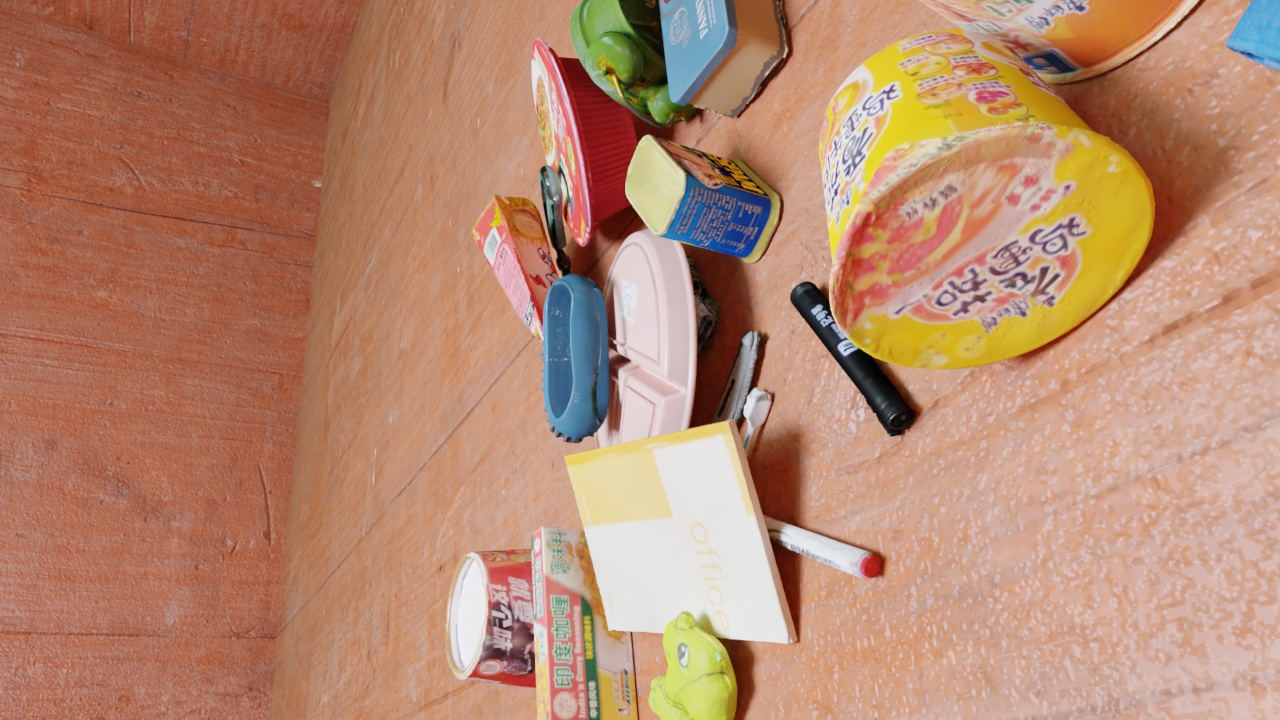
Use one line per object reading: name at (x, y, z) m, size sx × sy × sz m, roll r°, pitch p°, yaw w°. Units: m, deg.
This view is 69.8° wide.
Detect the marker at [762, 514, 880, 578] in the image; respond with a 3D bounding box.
marker at (0.096, 0.112, 0.577) m, size 0.145 × 0.017 × 0.017 m, roll 7°, pitch 87°, yaw 63°

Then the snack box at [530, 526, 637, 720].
snack box at (-0.047, 0.216, 0.748) m, size 0.027 × 0.077 × 0.155 m, roll -43°, pitch 45°, yaw 48°

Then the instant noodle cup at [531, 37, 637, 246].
instant noodle cup at (-0.048, -0.207, 0.855) m, size 0.194 × 0.065 × 0.194 m, roll 164°, pitch 91°, yaw -80°

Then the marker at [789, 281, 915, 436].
marker at (0.127, -0.004, 0.559) m, size 0.132 × 0.020 × 0.022 m, roll -116°, pitch 15°, yaw -47°

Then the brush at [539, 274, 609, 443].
brush at (-0.052, -0.007, 0.752) m, size 0.074 × 0.055 × 0.143 m, roll 125°, pitch 146°, yaw -64°

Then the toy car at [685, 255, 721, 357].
toy car at (0.032, -0.047, 0.740) m, size 0.049 × 0.031 × 0.105 m, roll -62°, pitch 31°, yaw 29°

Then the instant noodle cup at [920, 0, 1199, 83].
instant noodle cup at (0.182, -0.220, 0.427) m, size 0.152 × 0.111 × 0.151 m, roll -30°, pitch 55°, yaw 56°

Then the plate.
plate at (-0.004, 0.004, 0.741) m, size 0.230 × 0.028 × 0.229 m, roll -177°, pitch 91°, yaw -75°

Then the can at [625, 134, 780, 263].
can at (0.044, -0.122, 0.686) m, size 0.057 × 0.083 × 0.102 m, roll -66°, pitch 30°, yaw 25°

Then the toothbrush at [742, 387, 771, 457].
toothbrush at (0.058, 0.105, 0.654) m, size 0.016 × 0.016 × 0.180 m, roll -135°, pitch 60°, yaw -67°

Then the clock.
clock at (0.001, -0.263, 0.786) m, size 0.056 × 0.116 × 0.161 m, roll -32°, pitch 50°, yaw 42°

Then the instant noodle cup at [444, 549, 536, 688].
instant noodle cup at (-0.107, 0.230, 0.822) m, size 0.138 × 0.108 × 0.137 m, roll -30°, pitch 55°, yaw 55°

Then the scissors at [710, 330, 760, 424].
scissors at (0.043, 0.074, 0.693) m, size 0.183 × 0.015 × 0.209 m, roll -26°, pitch 58°, yaw 58°

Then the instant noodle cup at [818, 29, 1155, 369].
instant noodle cup at (0.148, -0.081, 0.433) m, size 0.138 × 0.138 × 0.109 m, roll -53°, pitch 29°, yaw 41°

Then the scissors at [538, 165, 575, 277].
scissors at (-0.071, -0.100, 0.900) m, size 0.175 × 0.019 × 0.169 m, roll 87°, pitch 163°, yaw -48°

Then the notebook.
notebook at (0.018, 0.126, 0.652) m, size 0.207 × 0.010 × 0.146 m, roll -18°, pitch 87°, yaw 53°

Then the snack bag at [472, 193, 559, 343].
snack bag at (-0.100, -0.058, 0.894) m, size 0.129 × 0.073 × 0.207 m, roll 78°, pitch 169°, yaw -64°

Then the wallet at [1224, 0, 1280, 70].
wallet at (0.278, -0.156, 0.307) m, size 0.106 × 0.040 × 0.133 m, roll -118°, pitch 45°, yaw -56°

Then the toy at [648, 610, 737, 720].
toy at (0.037, 0.225, 0.624) m, size 0.100 × 0.031 × 0.096 m, roll -52°, pitch 58°, yaw 44°

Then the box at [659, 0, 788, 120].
box at (0.062, -0.278, 0.729) m, size 0.090 × 0.063 × 0.184 m, roll -44°, pitch 42°, yaw 50°
